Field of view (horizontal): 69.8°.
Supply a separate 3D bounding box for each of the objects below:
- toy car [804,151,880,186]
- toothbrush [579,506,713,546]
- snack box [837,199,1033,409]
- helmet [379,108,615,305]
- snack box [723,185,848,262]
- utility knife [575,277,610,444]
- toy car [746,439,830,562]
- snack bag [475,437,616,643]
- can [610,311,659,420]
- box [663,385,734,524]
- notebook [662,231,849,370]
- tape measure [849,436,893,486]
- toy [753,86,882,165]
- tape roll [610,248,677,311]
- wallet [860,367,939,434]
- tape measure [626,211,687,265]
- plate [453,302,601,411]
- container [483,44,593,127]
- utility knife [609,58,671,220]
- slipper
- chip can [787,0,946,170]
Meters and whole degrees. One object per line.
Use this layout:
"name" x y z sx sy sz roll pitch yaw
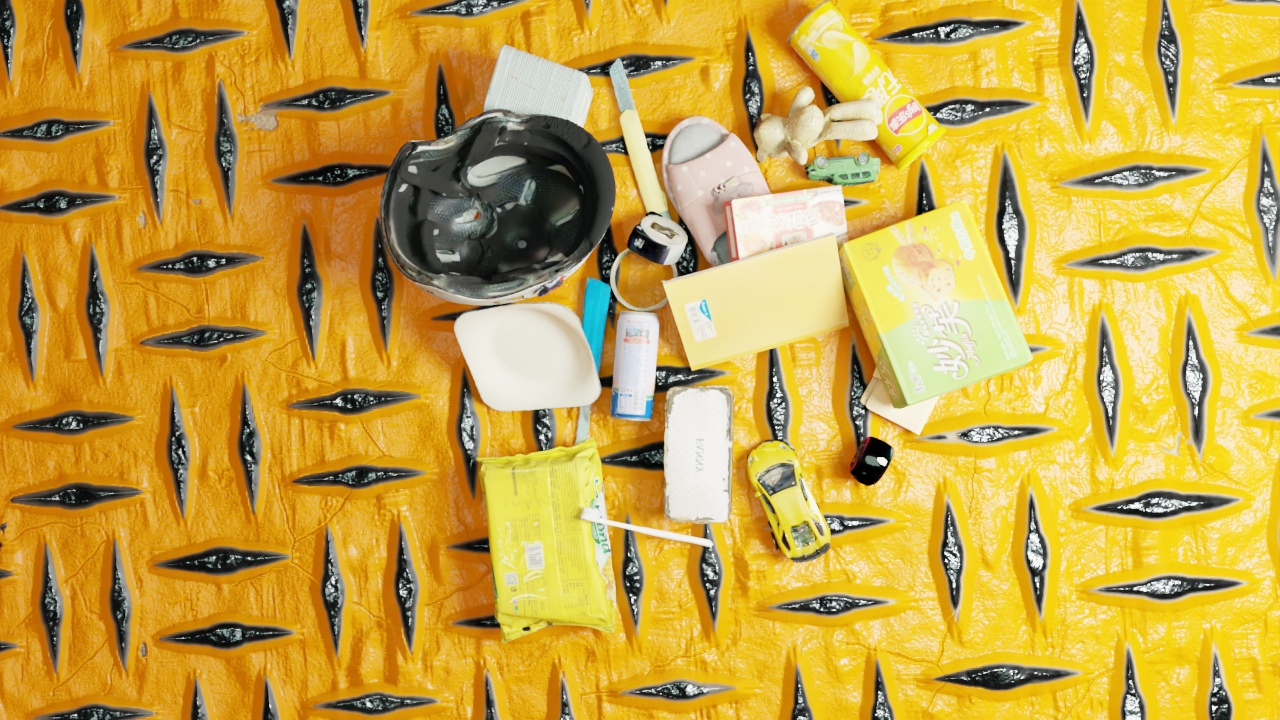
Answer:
"toy car" 0.247 -0.233 1.126 0.091 0.043 0.036 0 91 6
"toothbrush" 0.010 0.207 1.134 0.180 0.016 0.016 16 77 -19
"snack box" 0.344 -0.065 1.090 0.157 0.070 0.210 -20 83 0
"helmet" -0.165 -0.167 1.110 0.274 0.157 0.230 -18 78 -6
"snack box" 0.176 -0.164 1.104 0.152 0.025 0.075 -11 97 -19
"utility knife" -0.066 0.004 1.170 0.034 0.018 0.218 8 92 23
"toy car" 0.181 0.174 1.137 0.071 0.041 0.156 -22 87 5
"snack bag" -0.120 0.226 1.153 0.158 0.068 0.246 -7 91 6
"can" -0.007 0.007 1.147 0.053 0.053 0.134 5 91 5
"box" 0.073 0.122 1.138 0.090 0.062 0.184 3 93 6
"notebook" 0.144 -0.067 1.108 0.206 0.010 0.146 -16 130 6
"tape measure" 0.279 0.121 1.119 0.039 0.057 0.058 29 101 5
"toy" 0.210 -0.277 1.099 0.157 0.066 0.105 -2 74 32
"tape roll" 0.004 -0.105 1.165 0.086 0.014 0.086 0 91 5
"wallet" 0.331 0.021 1.130 0.087 0.024 0.115 28 93 7
"tape measure" 0.024 -0.150 1.136 0.066 0.065 0.034 28 129 3
"plate" -0.137 -0.009 1.139 0.164 0.034 0.164 -4 128 13
"container" -0.124 -0.323 1.140 0.111 0.090 0.090 18 92 2
"utility knife" -0.004 -0.276 1.161 0.031 0.022 0.216 -16 96 4
"slipper" 0.112 -0.175 1.133 0.114 0.054 0.274 -25 90 5
"chip can" 0.272 -0.331 1.109 0.072 0.072 0.213 -41 86 4
